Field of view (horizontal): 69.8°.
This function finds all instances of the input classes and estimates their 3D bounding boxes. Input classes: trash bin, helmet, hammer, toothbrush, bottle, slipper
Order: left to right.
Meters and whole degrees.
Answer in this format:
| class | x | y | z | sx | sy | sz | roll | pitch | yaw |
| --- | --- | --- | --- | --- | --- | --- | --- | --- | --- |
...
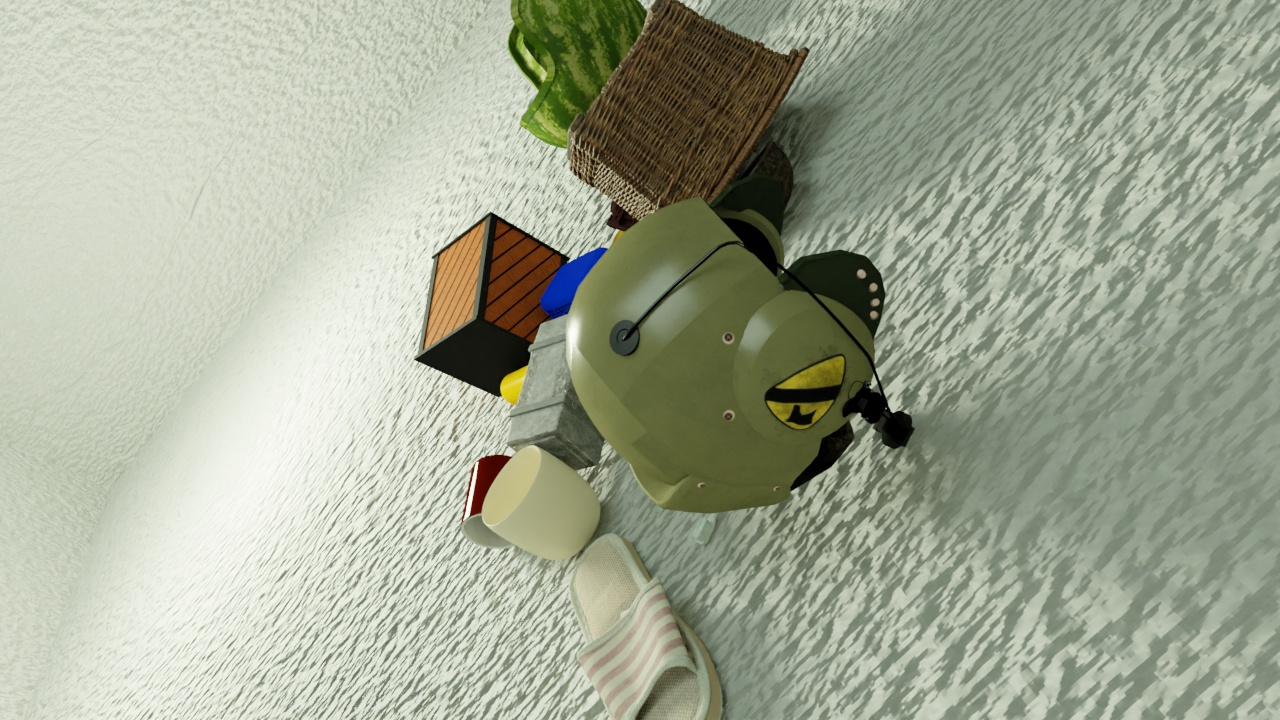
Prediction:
| class | x | y | z | sx | sy | sz | roll | pitch | yaw |
| --- | --- | --- | --- | --- | --- | --- | --- | --- | --- |
| trash bin | -0.199 | -0.073 | 1.251 | 0.140 | 0.139 | 0.171 | -27 | 49 | 38 |
| bottle | -0.131 | 0.025 | 1.156 | 0.144 | 0.043 | 0.043 | -21 | 43 | 59 |
| helmet | -0.084 | -0.453 | 1.405 | 0.243 | 0.247 | 0.213 | -15 | 4 | -10 |
| slipper | -0.011 | 0.234 | 0.794 | 0.115 | 0.052 | 0.263 | -52 | 30 | 6 |
| hammer | 0.013 | 0.007 | 0.959 | 0.327 | 0.079 | 0.176 | -16 | 45 | 33 |
| helmet | 0.070 | -0.001 | 0.693 | 0.233 | 0.255 | 0.250 | -44 | 30 | 11 |
| toothbrush | 0.092 | 0.081 | 0.837 | 0.012 | 0.017 | 0.186 | 16 | 71 | 37 |

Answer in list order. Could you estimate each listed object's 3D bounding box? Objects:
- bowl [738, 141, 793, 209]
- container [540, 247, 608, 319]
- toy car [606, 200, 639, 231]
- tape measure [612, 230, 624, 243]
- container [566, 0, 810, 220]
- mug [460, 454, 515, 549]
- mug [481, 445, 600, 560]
| class | x | y | z | sx | sy | sz | roll | pitch | yaw |
| --- | --- | --- | --- | --- | --- | --- | --- | --- | --- |
| bowl | 0.126 | -0.171 | 0.992 | 0.121 | 0.056 | 0.121 | -53 | 5 | 6 |
| container | -0.072 | -0.093 | 1.186 | 0.114 | 0.058 | 0.096 | -19 | 35 | 47 |
| toy car | 0.024 | -0.232 | 1.170 | 0.070 | 0.062 | 0.169 | 22 | 83 | 29 |
| tape measure | -0.008 | -0.158 | 1.204 | 0.059 | 0.030 | 0.068 | 3 | 56 | 54 |
| container | 0.040 | -0.271 | 1.052 | 0.249 | 0.183 | 0.162 | -58 | 2 | -7 |
| mug | -0.149 | 0.160 | 1.054 | 0.106 | 0.073 | 0.082 | -10 | 45 | 13 |
| mug | -0.099 | 0.151 | 0.954 | 0.096 | 0.099 | 0.120 | -54 | 24 | -4 |
